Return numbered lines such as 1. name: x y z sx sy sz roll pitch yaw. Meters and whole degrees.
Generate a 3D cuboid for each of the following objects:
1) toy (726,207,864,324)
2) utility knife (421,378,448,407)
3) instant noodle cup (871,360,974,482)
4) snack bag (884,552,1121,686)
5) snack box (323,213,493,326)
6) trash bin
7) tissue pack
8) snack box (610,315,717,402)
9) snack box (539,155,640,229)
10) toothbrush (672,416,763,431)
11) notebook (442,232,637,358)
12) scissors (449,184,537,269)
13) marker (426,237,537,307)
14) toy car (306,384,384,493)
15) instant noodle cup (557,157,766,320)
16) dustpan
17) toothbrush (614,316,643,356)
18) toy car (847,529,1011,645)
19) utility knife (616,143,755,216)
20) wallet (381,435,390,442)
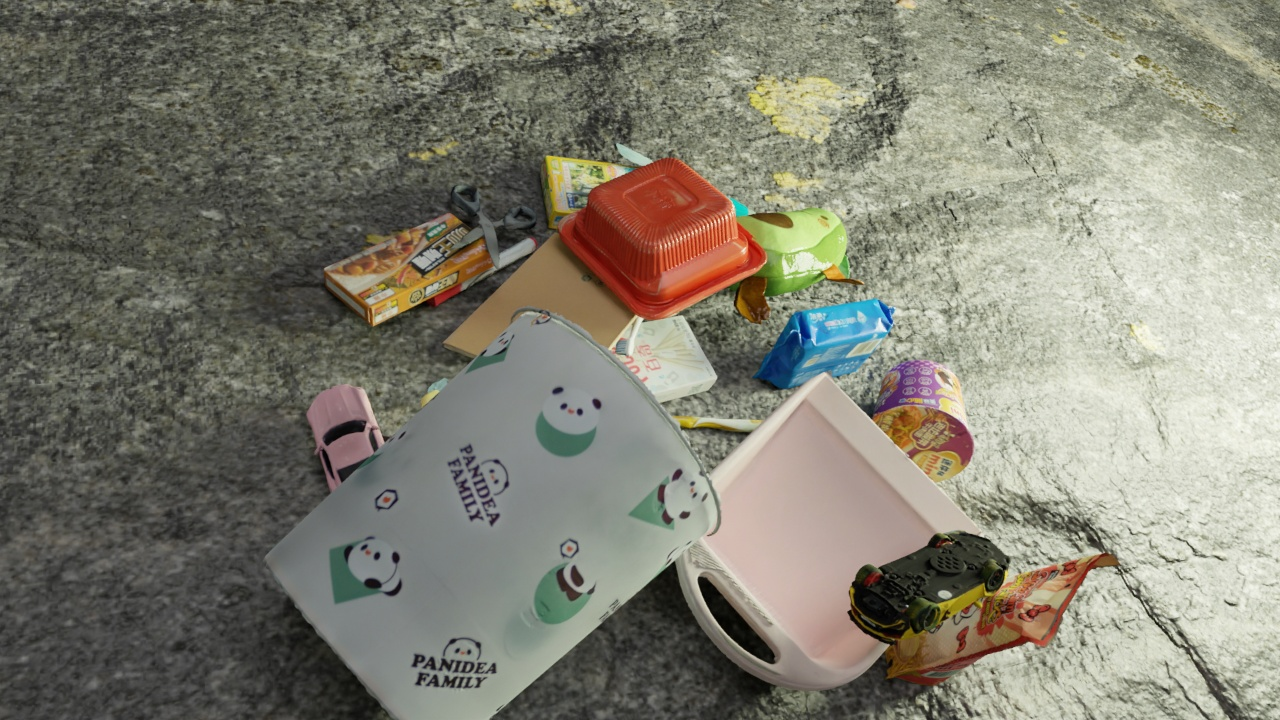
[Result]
1. toy: 0.152 -0.124 1.048 0.227 0.090 0.246 34 39 31
2. utility knife: -0.174 0.088 0.786 0.031 0.018 0.164 5 67 -22
3. instant noodle cup: 0.300 0.059 0.986 0.111 0.112 0.099 27 44 -4
4. snack bag: 0.303 0.228 0.797 0.128 0.208 0.073 -26 75 -34
5. snack box: -0.224 -0.092 0.901 0.075 0.026 0.153 36 49 24
6. trash bin: -0.109 0.124 0.665 0.251 0.230 0.229 -41 78 -21
7. tissue pack: 0.200 -0.020 1.003 0.156 0.095 0.052 -12 61 -27
8. snack box: -0.006 0.005 0.939 0.156 0.027 0.084 -12 62 -31
9. snack box: -0.042 -0.188 1.057 0.140 0.034 0.086 3 56 -24
10. toothbrush: 0.053 0.066 0.928 0.191 0.016 0.018 4 66 -21
11. notebook: -0.079 -0.055 0.928 0.148 0.008 0.207 20 47 20
12. scissors: -0.158 -0.140 0.948 0.159 0.014 0.174 -10 43 -46
13. marker: -0.161 -0.093 0.947 0.017 0.017 0.144 45 52 11
14. toy car: -0.244 0.070 0.770 0.056 0.037 0.122 -22 61 -13
15. instant noodle cup: 0.020 -0.140 0.953 0.164 0.079 0.189 -29 53 -23
16. dustpan: 0.162 0.152 0.801 0.273 0.139 0.222 -44 78 -10
17. toothbrush: 0.010 -0.074 0.978 0.026 0.027 0.220 -1 38 18
18. toy car: 0.244 0.188 0.767 0.155 0.041 0.071 -17 27 -29
19. utility knife: 0.057 -0.211 1.102 0.205 0.013 0.029 23 53 -26
20. wallet: -0.176 0.115 0.793 0.122 0.020 0.096 9 54 -15
